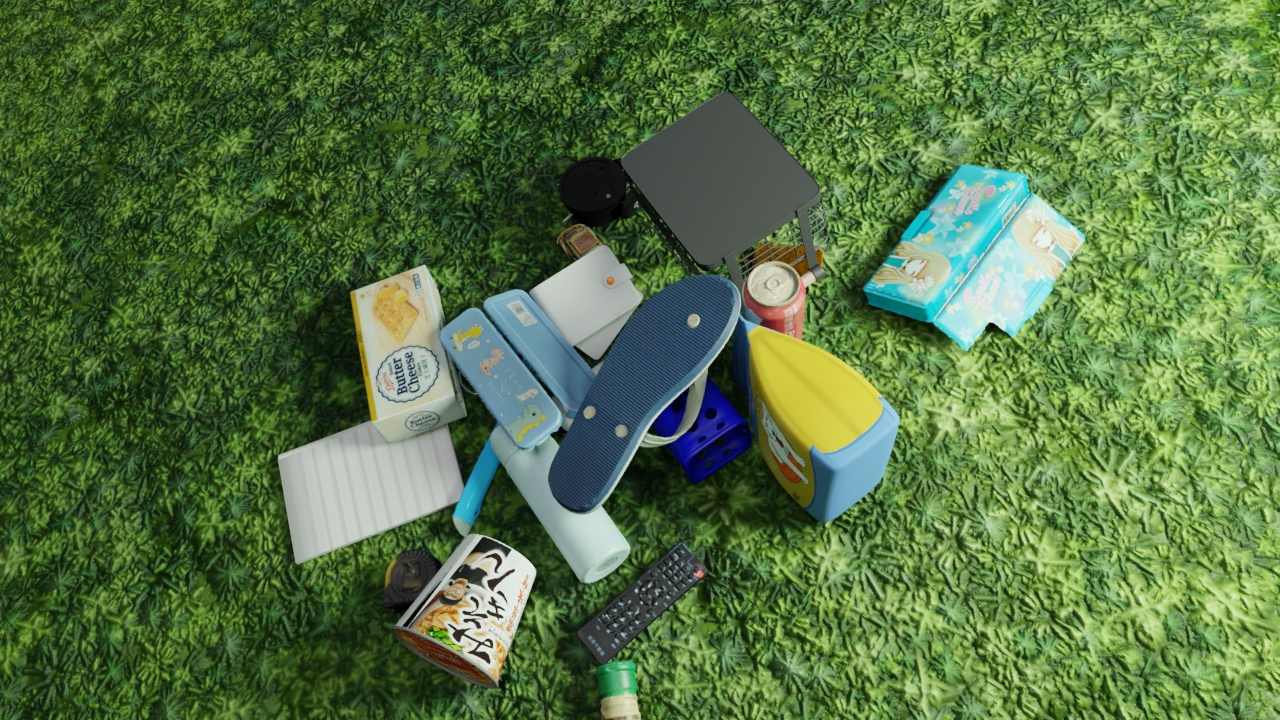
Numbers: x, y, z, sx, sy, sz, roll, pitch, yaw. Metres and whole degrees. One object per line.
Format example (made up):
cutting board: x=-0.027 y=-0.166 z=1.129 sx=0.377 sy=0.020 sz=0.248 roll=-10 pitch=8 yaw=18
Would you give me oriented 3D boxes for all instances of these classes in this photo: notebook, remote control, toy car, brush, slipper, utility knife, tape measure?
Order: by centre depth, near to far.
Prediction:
remote control: x=0.003 y=0.259 z=0.979 sx=0.150 sy=0.022 sz=0.047 roll=-38 pitch=64 yaw=-13
slipper: x=0.005 y=0.035 z=0.980 sx=0.118 sy=0.060 sz=0.295 roll=34 pitch=90 yaw=33
tape measure: x=-0.249 y=0.241 z=1.017 sx=0.067 sy=0.038 sz=0.062 roll=-9 pitch=62 yaw=5
utility knife: x=-0.178 y=0.122 z=1.077 sx=0.015 sy=0.031 sz=0.174 roll=-7 pitch=52 yaw=52
notebook: x=-0.323 y=0.139 z=1.097 sx=0.210 sy=0.009 sz=0.142 roll=-21 pitch=63 yaw=-2
brush: x=0.164 y=-0.126 z=1.148 sx=0.126 sy=0.017 sz=0.048 roll=6 pitch=65 yaw=12
toy car: x=-0.066 y=-0.138 z=1.173 sx=0.047 sy=0.047 sz=0.112 roll=-36 pitch=67 yaw=-8

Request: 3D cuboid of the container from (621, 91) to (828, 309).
container: x=0.104 y=-0.184 z=1.106 sx=0.163 sy=0.130 sz=0.241 roll=-33 pitch=58 yaw=-1

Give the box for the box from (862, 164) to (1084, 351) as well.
box: x=0.399 y=-0.124 z=1.086 sx=0.182 sy=0.072 sz=0.226 roll=34 pitch=73 yaw=24

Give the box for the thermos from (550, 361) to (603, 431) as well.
thermos: x=-0.006 y=0.006 z=1.089 sx=0.224 sy=0.052 sz=0.052 roll=-34 pitch=63 yaw=-9

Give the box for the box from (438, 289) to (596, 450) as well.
box: x=-0.137 y=0.003 z=1.053 sx=0.127 sy=0.034 sz=0.209 roll=-29 pitch=56 yaw=-21

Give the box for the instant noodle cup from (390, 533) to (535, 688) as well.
instant noodle cup: x=-0.175 y=0.257 z=0.961 sx=0.124 sy=0.124 sz=0.121 roll=18 pitch=58 yaw=17

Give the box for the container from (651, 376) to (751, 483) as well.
container: x=0.056 y=0.062 z=1.034 sx=0.085 sy=0.084 sz=0.113 roll=-33 pitch=62 yaw=-7

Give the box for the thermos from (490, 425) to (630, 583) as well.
thermos: x=-0.094 y=0.147 z=1.023 sx=0.065 sy=0.078 sz=0.207 roll=-18 pitch=58 yaw=-39

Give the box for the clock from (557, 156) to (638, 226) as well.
clock: x=-0.048 y=-0.224 z=1.216 sx=0.121 sy=0.042 sz=0.091 roll=-12 pitch=62 yaw=3

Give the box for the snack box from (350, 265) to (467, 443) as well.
snack box: x=-0.288 y=-0.010 z=1.131 sx=0.104 sy=0.057 sz=0.207 roll=-19 pitch=58 yaw=-1

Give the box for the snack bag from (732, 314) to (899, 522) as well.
snack bag: x=0.165 y=0.051 z=0.979 sx=0.102 sy=0.159 sz=0.205 roll=-35 pitch=62 yaw=-13

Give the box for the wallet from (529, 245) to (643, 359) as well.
wallet: x=-0.057 y=-0.067 z=1.132 sx=0.118 sy=0.037 sz=0.115 roll=-33 pitch=91 yaw=-5

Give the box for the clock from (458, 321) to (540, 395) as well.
clock: x=-0.163 y=-0.001 z=1.117 sx=0.124 sy=0.053 sz=0.090 roll=-35 pitch=63 yaw=-9

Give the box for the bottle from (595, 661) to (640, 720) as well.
bottle: x=-0.019 y=0.361 z=0.919 sx=0.043 sy=0.043 sz=0.111 roll=-10 pitch=64 yaw=4

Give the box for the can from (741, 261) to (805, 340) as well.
can: x=0.147 y=-0.041 z=1.022 sx=0.067 sy=0.170 sz=0.067 roll=-3 pitch=63 yaw=6
